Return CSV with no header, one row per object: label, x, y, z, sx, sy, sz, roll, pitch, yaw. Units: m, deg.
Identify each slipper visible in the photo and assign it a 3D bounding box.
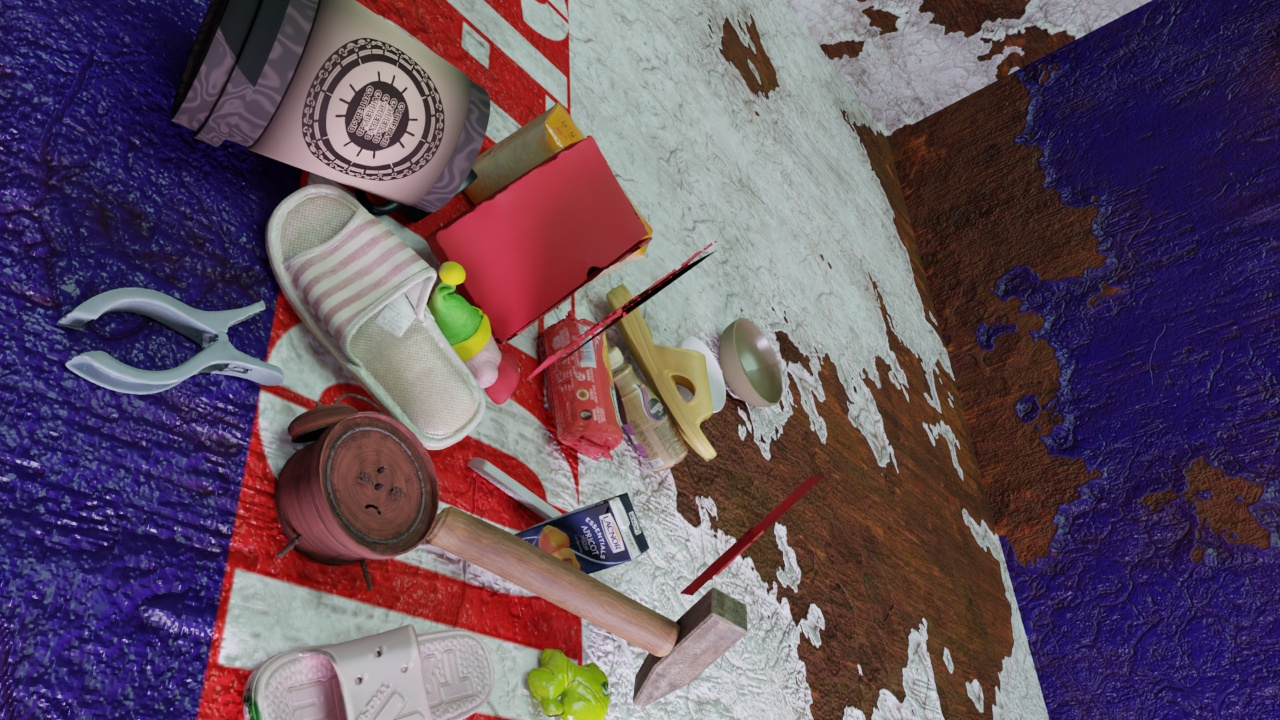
slipper,-0.227,-0.041,0.810,0.114,0.052,0.263,-36,95,-23
slipper,-0.188,0.256,0.712,0.239,0.065,0.094,12,59,-57
slipper,0.044,0.008,1.210,0.263,0.078,0.099,60,-8,10

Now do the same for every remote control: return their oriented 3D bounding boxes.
remote control,-0.122,0.137,0.938,0.131,0.033,0.012,43,66,-35

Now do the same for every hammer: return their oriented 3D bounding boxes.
hammer,-0.065,0.222,0.864,0.300,0.158,0.037,31,30,-14

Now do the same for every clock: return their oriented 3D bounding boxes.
clock,-0.231,0.096,0.750,0.120,0.072,0.157,36,41,-41

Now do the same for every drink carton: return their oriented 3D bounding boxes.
drink carton,-0.060,0.180,0.908,0.040,0.130,0.064,-17,84,-61

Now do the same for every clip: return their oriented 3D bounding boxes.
clip,-0.014,0.283,0.977,0.102,0.056,0.056,82,-8,-55
clip,-0.341,0.002,0.687,0.162,0.028,0.112,-5,75,-59

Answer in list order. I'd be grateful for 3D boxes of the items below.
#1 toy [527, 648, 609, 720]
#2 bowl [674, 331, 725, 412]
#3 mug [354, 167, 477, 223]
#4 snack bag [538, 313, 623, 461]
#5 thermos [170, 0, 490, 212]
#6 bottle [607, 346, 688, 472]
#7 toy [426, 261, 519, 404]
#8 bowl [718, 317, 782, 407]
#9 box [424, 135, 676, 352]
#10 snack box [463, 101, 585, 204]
toy,-0.066,0.320,0.894,0.093,0.036,0.094,54,29,-4
bowl,0.070,0.028,1.315,0.114,0.051,0.114,38,39,-40
mug,-0.243,-0.195,0.949,0.121,0.085,0.094,-46,111,-28
snack bag,-0.071,0.030,1.064,0.082,0.082,0.176,23,49,-51
thermos,-0.262,-0.234,0.803,0.226,0.173,0.172,22,49,-34
bottle,-0.002,0.060,1.164,0.166,0.060,0.059,59,30,-10
toy,-0.178,-0.033,0.895,0.131,0.097,0.124,43,1,-44
bowl,0.171,0.010,1.493,0.152,0.051,0.152,38,39,-40
box,-0.136,-0.111,1.080,0.216,0.352,0.198,-37,105,-19
snack box,-0.101,-0.180,1.091,0.195,0.145,0.080,52,32,-23
